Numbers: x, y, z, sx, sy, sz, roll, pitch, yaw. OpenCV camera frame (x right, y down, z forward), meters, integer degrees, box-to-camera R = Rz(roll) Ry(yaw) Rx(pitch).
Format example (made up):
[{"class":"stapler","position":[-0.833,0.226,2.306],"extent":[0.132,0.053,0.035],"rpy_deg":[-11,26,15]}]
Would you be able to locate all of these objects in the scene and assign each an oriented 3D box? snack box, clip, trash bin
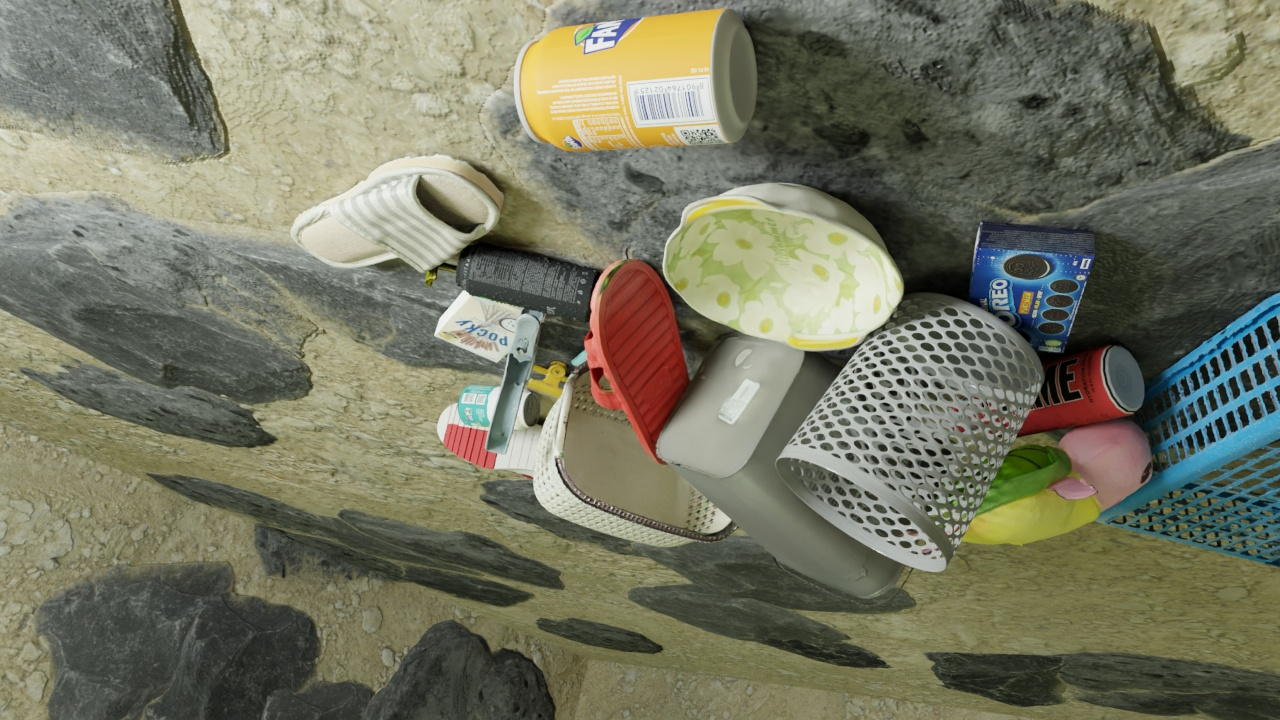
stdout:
[{"class":"snack box","position":[-0.166,-0.045,1.008],"extent":[0.082,0.026,0.150],"rpy_deg":[23,153,-20]},{"class":"snack box","position":[0.304,-0.054,0.732],"extent":[0.082,0.027,0.150],"rpy_deg":[6,153,19]},{"class":"clip","position":[-0.128,0.001,0.984],"extent":[0.030,0.173,0.164],"rpy_deg":[16,-161,-7]},{"class":"trash bin","position":[0.229,0.054,0.769],"extent":[0.156,0.183,0.157],"rpy_deg":[34,165,10]},{"class":"clip","position":[-0.106,0.019,1.115],"extent":[0.054,0.046,0.048],"rpy_deg":[21,-173,-13]},{"class":"trash bin","position":[0.159,0.096,0.921],"extent":[0.220,0.197,0.198],"rpy_deg":[38,167,-27]}]

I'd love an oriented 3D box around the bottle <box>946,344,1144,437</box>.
[{"class":"bottle","position":[0.363,0.036,0.847],"extent":[0.062,0.062,0.177],"rpy_deg":[27,152,-25]}]

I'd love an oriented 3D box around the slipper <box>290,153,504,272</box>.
[{"class":"slipper","position":[-0.236,-0.125,0.856],"extent":[0.273,0.054,0.114],"rpy_deg":[-9,151,42]}]

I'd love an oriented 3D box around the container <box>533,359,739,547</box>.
[{"class":"container","position":[-0.003,0.117,1.049],"extent":[0.251,0.184,0.144],"rpy_deg":[21,146,-21]}]

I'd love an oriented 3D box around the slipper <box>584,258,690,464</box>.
[{"class":"slipper","position":[-0.005,0.005,0.913],"extent":[0.059,0.103,0.249],"rpy_deg":[22,145,38]}]

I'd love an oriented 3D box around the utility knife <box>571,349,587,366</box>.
[{"class":"utility knife","position":[-0.037,-0.021,1.004],"extent":[0.022,0.015,0.148],"rpy_deg":[20,152,-21]}]

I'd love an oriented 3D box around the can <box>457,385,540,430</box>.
[{"class":"can","position":[-0.186,0.062,1.205],"extent":[0.102,0.054,0.055],"rpy_deg":[3,153,23]}]

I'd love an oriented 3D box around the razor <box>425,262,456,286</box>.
[{"class":"razor","position":[-0.160,-0.085,0.921],"extent":[0.105,0.042,0.026],"rpy_deg":[14,155,-21]}]

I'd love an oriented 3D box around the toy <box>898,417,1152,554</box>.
[{"class":"toy","position":[0.348,0.120,0.827],"extent":[0.238,0.087,0.190],"rpy_deg":[-24,159,4]}]

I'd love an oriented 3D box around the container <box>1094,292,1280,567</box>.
[{"class":"container","position":[0.573,0.087,0.807],"extent":[0.257,0.089,0.363],"rpy_deg":[14,155,3]}]

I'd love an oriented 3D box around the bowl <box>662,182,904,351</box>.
[{"class":"bowl","position":[0.116,-0.085,0.734],"extent":[0.189,0.060,0.219],"rpy_deg":[-4,148,35]}]

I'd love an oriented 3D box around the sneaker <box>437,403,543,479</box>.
[{"class":"sneaker","position":[-0.169,0.127,1.310],"extent":[0.236,0.090,0.104],"rpy_deg":[11,161,-2]}]

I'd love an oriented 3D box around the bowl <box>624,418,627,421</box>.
[{"class":"bowl","position":[0.032,0.087,1.166],"extent":[0.114,0.026,0.102],"rpy_deg":[6,138,10]}]

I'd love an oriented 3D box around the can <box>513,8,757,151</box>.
[{"class":"can","position":[-0.002,-0.176,0.585],"extent":[0.143,0.079,0.079],"rpy_deg":[3,153,24]}]

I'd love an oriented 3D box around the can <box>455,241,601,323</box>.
[{"class":"can","position":[-0.104,-0.075,0.878],"extent":[0.138,0.053,0.054],"rpy_deg":[14,155,3]}]
